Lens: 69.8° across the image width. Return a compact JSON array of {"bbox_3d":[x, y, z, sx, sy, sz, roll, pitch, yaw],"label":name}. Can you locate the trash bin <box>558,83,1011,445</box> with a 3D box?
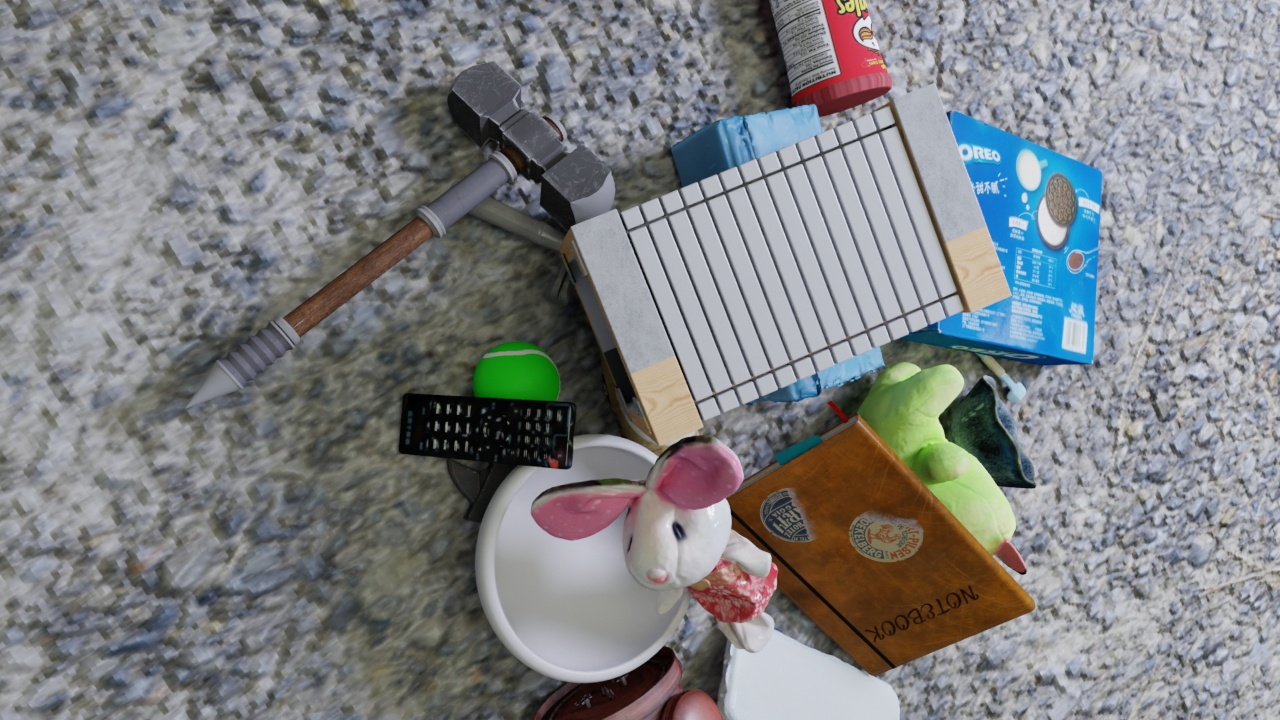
[{"bbox_3d":[0.087,-0.063,0.634,0.247,0.142,0.142,-23,95,-6],"label":"trash bin"}]

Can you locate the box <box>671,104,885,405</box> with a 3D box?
[{"bbox_3d":[0.119,-0.088,0.767,0.111,0.094,0.231,-18,94,-24],"label":"box"}]

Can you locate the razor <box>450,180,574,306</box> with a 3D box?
[{"bbox_3d":[-0.094,-0.106,0.708,0.116,0.047,0.088,24,79,-12],"label":"razor"}]

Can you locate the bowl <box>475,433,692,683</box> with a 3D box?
[{"bbox_3d":[-0.045,0.143,0.685,0.176,0.066,0.176,3,84,-29],"label":"bowl"}]

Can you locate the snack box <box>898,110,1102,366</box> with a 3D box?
[{"bbox_3d":[0.338,-0.104,0.855,0.238,0.056,0.195,8,85,-32],"label":"snack box"}]

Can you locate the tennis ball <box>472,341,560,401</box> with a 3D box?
[{"bbox_3d":[-0.093,0.018,0.688,0.065,0.065,0.065,1,88,-23],"label":"tennis ball"}]

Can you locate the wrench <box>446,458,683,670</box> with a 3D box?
[{"bbox_3d":[-0.053,0.163,0.728,0.073,0.018,0.273,-45,106,-20],"label":"wrench"}]

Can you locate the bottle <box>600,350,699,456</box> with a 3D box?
[{"bbox_3d":[-0.004,0.004,0.729,0.059,0.060,0.166,-22,97,-22],"label":"bottle"}]

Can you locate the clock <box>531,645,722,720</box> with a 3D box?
[{"bbox_3d":[-0.008,0.273,0.667,0.120,0.158,0.072,-26,92,-21],"label":"clock"}]

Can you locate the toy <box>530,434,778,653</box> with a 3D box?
[{"bbox_3d":[0.033,0.130,0.634,0.194,0.159,0.084,53,32,-32],"label":"toy"}]

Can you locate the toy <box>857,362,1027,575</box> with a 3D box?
[{"bbox_3d":[0.250,0.101,0.793,0.107,0.150,0.197,-20,95,-5],"label":"toy"}]

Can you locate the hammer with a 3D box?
[{"bbox_3d":[-0.176,-0.074,0.639,0.156,0.043,0.321,44,71,9],"label":"hammer"}]

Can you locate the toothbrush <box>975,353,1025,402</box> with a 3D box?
[{"bbox_3d":[0.322,-0.015,0.890,0.155,0.016,0.022,43,83,-15],"label":"toothbrush"}]

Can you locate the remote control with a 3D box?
[{"bbox_3d":[-0.109,0.049,0.653,0.022,0.150,0.047,11,82,-60],"label":"remote control"}]

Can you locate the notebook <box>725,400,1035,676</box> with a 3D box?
[{"bbox_3d":[0.175,0.161,0.762,0.249,0.179,0.014,44,31,-16],"label":"notebook"}]

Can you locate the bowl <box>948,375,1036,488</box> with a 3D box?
[{"bbox_3d":[0.323,0.074,0.855,0.055,0.110,0.110,-25,101,23],"label":"bowl"}]

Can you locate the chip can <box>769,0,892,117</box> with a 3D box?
[{"bbox_3d":[0.148,-0.324,0.789,0.087,0.087,0.213,-17,94,-22],"label":"chip can"}]

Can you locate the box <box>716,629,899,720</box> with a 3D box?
[{"bbox_3d":[0.140,0.333,0.759,0.209,0.045,0.190,32,56,-23],"label":"box"}]
